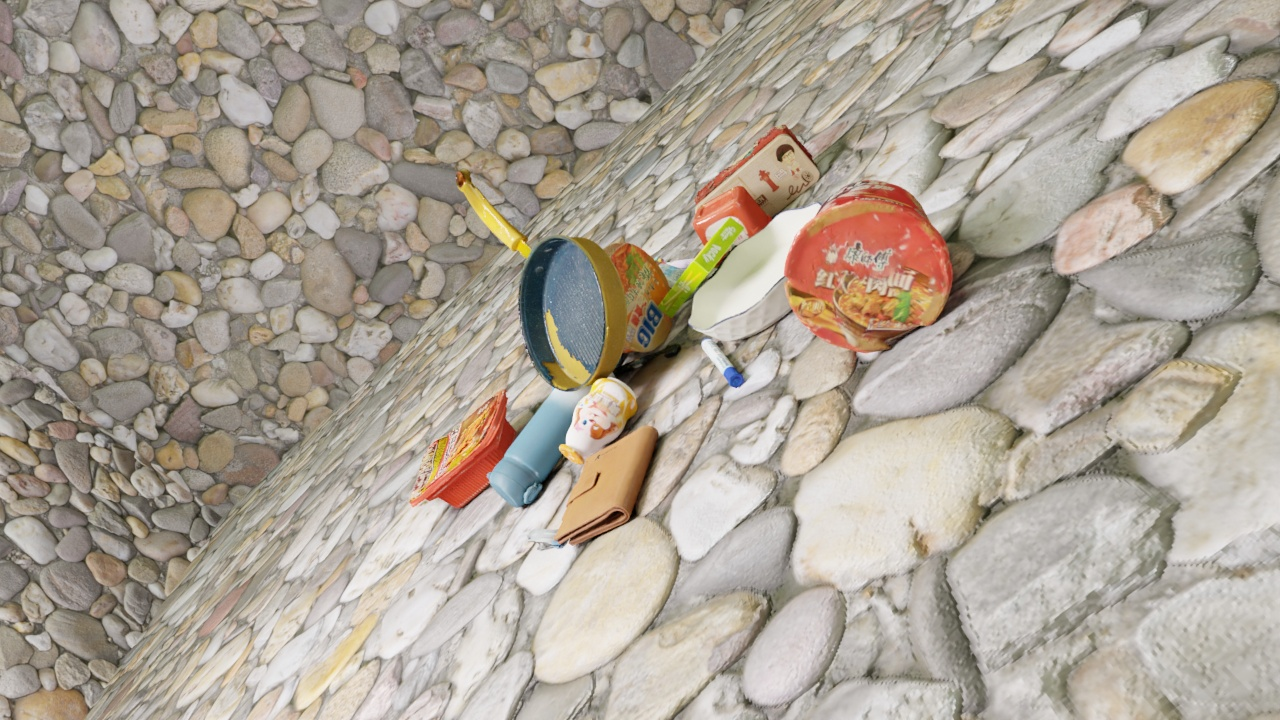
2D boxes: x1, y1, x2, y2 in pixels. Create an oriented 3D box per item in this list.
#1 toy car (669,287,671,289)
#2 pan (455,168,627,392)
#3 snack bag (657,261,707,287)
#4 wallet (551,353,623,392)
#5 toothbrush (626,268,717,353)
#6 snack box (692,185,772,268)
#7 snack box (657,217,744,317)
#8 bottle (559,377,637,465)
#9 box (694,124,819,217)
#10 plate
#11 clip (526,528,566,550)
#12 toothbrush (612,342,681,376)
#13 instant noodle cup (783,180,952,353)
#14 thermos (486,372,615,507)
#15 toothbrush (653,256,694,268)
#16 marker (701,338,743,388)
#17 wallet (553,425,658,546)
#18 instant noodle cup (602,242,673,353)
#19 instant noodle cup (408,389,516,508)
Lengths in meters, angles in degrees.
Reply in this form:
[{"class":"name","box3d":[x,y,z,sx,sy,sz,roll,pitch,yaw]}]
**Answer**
[{"class":"toy car","box3d":[-0.017,-0.086,1.408,0.156,0.041,0.071,-31,22,25]},{"class":"pan","box3d":[-0.139,-0.120,1.184,0.078,0.357,0.198,-8,-33,-38]},{"class":"snack bag","box3d":[0.049,-0.119,1.323,0.045,0.026,0.105,-44,40,-20]},{"class":"wallet","box3d":[-0.072,-0.004,1.367,0.133,0.040,0.106,-30,27,36]},{"class":"toothbrush","box3d":[0.049,-0.071,1.280,0.192,0.018,0.016,-38,19,14]},{"class":"snack box","box3d":[0.122,-0.180,1.231,0.091,0.080,0.081,-25,26,28]},{"class":"snack box","box3d":[0.075,-0.117,1.179,0.085,0.026,0.157,-52,1,-23]},{"class":"bottle","box3d":[-0.053,0.074,1.106,0.108,0.063,0.063,-53,19,-21]},{"class":"box","box3d":[0.160,-0.249,1.294,0.169,0.091,0.078,-38,22,20]},{"class":"plate","box3d":[0.146,-0.100,1.076,0.205,0.045,0.204,-40,17,15]},{"class":"clip","box3d":[-0.101,0.200,1.020,0.057,0.028,0.024,-16,35,41]},{"class":"toothbrush","box3d":[-0.007,0.007,1.236,0.186,0.012,0.017,-22,40,50]},{"class":"instant noodle cup","box3d":[0.201,-0.094,0.813,0.138,0.138,0.108,-35,14,29]},{"class":"thermos","box3d":[-0.115,0.093,1.206,0.220,0.070,0.070,-55,20,-24]},{"class":"toothbrush","box3d":[0.062,-0.152,1.419,0.189,0.029,0.021,-167,80,-67]},{"class":"marker","box3d":[0.090,0.000,1.027,0.017,0.017,0.145,-44,18,6]},{"class":"wallet","box3d":[-0.036,0.135,0.993,0.108,0.031,0.131,-31,22,34]},{"class":"instant noodle cup","box3d":[-0.046,-0.073,1.248,0.112,0.151,0.151,-18,32,44]},{"class":"instant noodle cup","box3d":[-0.254,0.141,1.380,0.189,0.079,0.164,-41,19,18]}]
